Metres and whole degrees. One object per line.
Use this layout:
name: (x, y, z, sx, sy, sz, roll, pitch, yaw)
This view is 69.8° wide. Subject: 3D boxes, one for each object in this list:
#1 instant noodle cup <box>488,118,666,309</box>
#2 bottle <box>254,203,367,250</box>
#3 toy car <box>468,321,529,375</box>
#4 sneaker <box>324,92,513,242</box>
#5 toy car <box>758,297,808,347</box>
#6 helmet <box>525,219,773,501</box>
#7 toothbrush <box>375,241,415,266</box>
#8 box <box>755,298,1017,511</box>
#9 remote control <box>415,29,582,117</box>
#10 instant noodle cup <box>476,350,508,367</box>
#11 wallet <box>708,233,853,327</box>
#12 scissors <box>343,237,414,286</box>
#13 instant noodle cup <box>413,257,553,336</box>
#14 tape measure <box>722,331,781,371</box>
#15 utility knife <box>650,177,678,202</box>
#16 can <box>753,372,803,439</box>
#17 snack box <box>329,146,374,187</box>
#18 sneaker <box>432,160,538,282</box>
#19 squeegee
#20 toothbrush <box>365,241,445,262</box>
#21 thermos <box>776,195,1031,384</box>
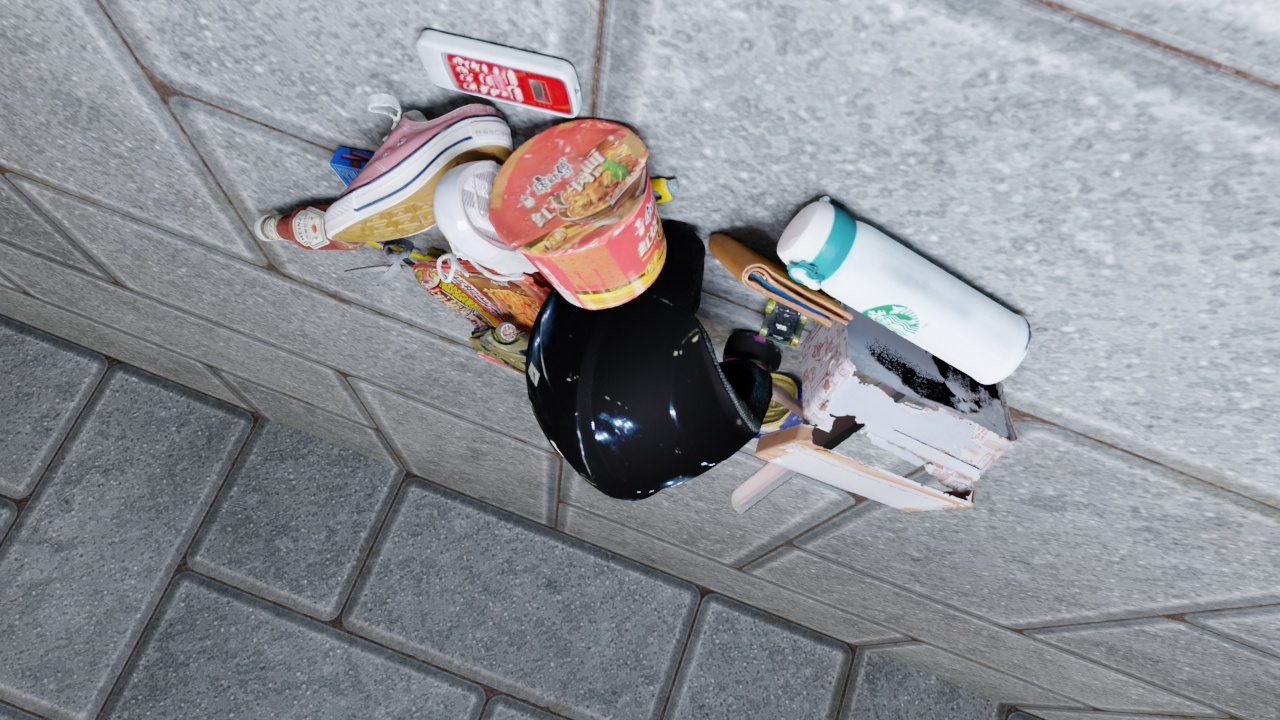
instant noodle cup: (-0.045, -0.116, 0.774, 0.138, 0.137, 0.108, 12, 157, 24)
bottle: (-0.414, -0.166, 1.141, 0.206, 0.059, 0.060, 6, 155, 39)
toy car: (-0.123, -0.003, 1.069, 0.158, 0.042, 0.070, 22, 166, -12)
sneaker: (-0.213, -0.183, 0.852, 0.242, 0.087, 0.118, -23, 166, 37)
toy car: (0.145, -0.044, 0.920, 0.043, 0.036, 0.091, 20, 161, 8)
helmet: (-0.005, 0.005, 0.914, 0.275, 0.230, 0.233, 40, 165, 49)
toothbrush: (-0.281, -0.113, 1.169, 0.014, 0.016, 0.189, 5, 163, 27)
box: (0.221, 0.070, 0.866, 0.182, 0.153, 0.182, 25, 128, -9)
remote control: (-0.113, -0.228, 0.732, 0.136, 0.020, 0.056, 17, 160, 12)
instant noodle cup: (-0.114, -0.003, 1.205, 0.194, 0.066, 0.194, 21, 176, 1)
wallet: (0.124, -0.067, 0.809, 0.119, 0.035, 0.130, 22, -167, -16)
scissors: (-0.301, -0.115, 1.140, 0.175, 0.014, 0.159, 9, 160, 4)
instant noodle cup: (-0.146, -0.082, 1.057, 0.189, 0.079, 0.164, 8, 157, 35)
tape measure: (0.123, -0.009, 1.032, 0.058, 0.039, 0.057, 27, 160, -29)
utility knife: (-0.025, -0.150, 0.849, 0.165, 0.015, 0.033, 0, 154, 45)
can: (0.143, 0.057, 1.128, 0.148, 0.074, 0.049, -1, 153, 46)
snack box: (-0.244, -0.180, 0.977, 0.157, 0.026, 0.084, 15, 159, 18)
sneaker: (-0.144, -0.118, 0.835, 0.091, 0.089, 0.242, -15, 176, 14)
squeegee: (0.147, 0.039, 1.031, 0.040, 0.247, 0.249, 59, 170, -25)
toothbrush: (-0.328, -0.151, 1.159, 0.190, 0.016, 0.016, 17, 161, 17)
thermos: (0.217, -0.056, 0.764, 0.224, 0.073, 0.073, 27, 160, -16)
